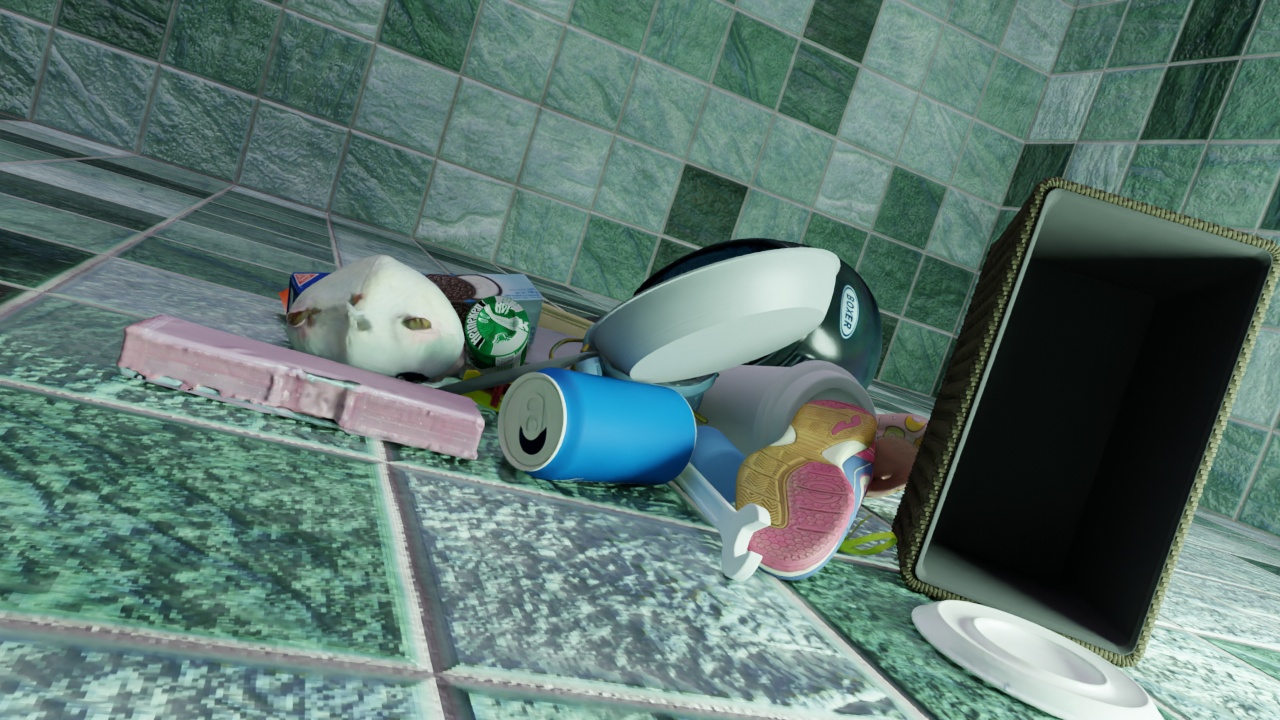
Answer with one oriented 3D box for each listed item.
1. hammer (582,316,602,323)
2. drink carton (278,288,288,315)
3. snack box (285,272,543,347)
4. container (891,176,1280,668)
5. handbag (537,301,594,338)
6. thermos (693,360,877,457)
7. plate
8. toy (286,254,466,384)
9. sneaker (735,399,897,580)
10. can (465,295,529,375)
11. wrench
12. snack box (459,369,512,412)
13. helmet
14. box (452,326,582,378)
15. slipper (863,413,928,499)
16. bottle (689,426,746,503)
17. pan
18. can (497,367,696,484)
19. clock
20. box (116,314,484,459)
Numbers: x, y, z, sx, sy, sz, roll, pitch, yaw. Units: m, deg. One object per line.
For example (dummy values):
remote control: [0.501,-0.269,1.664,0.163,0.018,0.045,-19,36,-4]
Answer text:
hammer: [-0.009,-0.037,1.108,0.139,0.035,0.313,27,-19,-40]
drink carton: [-0.316,-0.041,0.899,0.069,0.039,0.122,15,13,-30]
snack box: [-0.203,-0.046,0.847,0.226,0.060,0.059,-2,36,-31]
container: [0.337,0.047,0.759,0.176,0.321,0.205,19,0,8]
handbag: [-0.119,-0.026,1.062,0.232,0.088,0.191,18,0,-10]
thermos: [0.124,0.056,0.938,0.131,0.131,0.222,15,0,-28]
plate: [0.251,0.190,0.585,0.157,0.014,0.157,18,6,-2]
toy: [-0.205,-0.018,0.746,0.139,0.101,0.180,4,-19,4]
sneaker: [0.134,0.113,0.696,0.116,0.091,0.241,15,24,20]
can: [-0.121,-0.018,0.775,0.053,0.053,0.101,18,-16,-4]
wrench: [0.045,0.097,0.680,0.009,0.047,0.273,25,3,-13]
snack box: [-0.085,0.045,0.823,0.149,0.025,0.061,21,6,21]
helmet: [0.164,-0.022,1.215,0.317,0.248,0.235,-8,-25,38]
box: [-0.126,-0.003,0.920,0.216,0.063,0.081,15,28,1]
slipper: [0.235,0.108,0.953,0.093,0.081,0.198,49,-28,-17]
bottle: [0.057,0.083,0.798,0.048,0.048,0.131,17,7,-11]
pan: [-0.012,-0.007,0.727,0.357,0.050,0.200,-20,-14,14]
can: [-0.028,0.051,0.685,0.079,0.079,0.146,24,9,42]
clock: [-0.005,0.005,0.856,0.162,0.060,0.117,18,30,6]
box: [-0.223,0.019,0.629,0.232,0.037,0.098,16,2,-18]
